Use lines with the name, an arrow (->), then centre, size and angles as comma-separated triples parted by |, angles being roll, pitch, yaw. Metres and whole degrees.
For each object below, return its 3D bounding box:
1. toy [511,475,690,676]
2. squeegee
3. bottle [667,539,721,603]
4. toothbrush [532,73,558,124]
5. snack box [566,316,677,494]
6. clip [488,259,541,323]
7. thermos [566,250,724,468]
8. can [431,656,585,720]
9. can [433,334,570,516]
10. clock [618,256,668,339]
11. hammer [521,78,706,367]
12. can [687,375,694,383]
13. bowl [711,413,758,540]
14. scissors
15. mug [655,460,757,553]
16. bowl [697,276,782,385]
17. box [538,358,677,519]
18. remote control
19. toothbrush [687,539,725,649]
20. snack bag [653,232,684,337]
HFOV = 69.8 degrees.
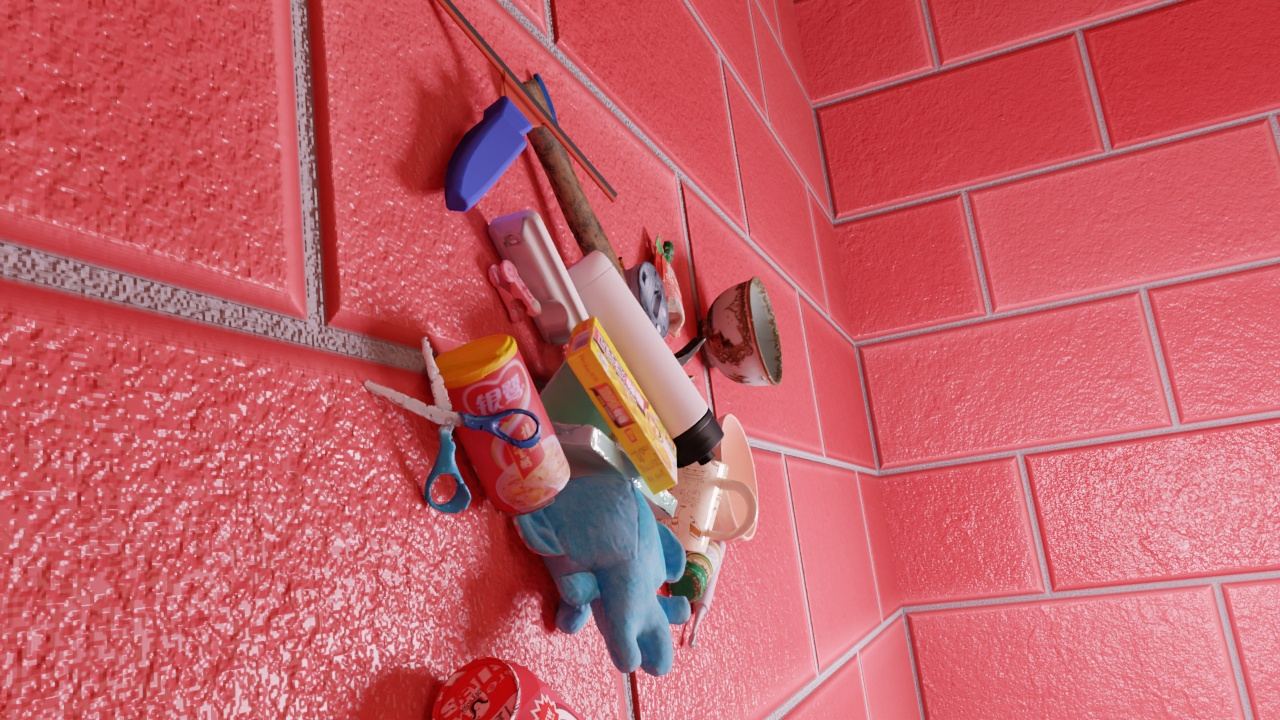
toy -> -0.028, 0.181, 0.757 | 0.183, 0.115, 0.180 | 23, 36, -39
squeegee -> -0.126, -0.177, 0.765 | 0.249, 0.055, 0.184 | 46, 33, -25
bottle -> 0.065, 0.239, 1.054 | 0.109, 0.043, 0.042 | -29, 106, -70
toothbrush -> -0.089, -0.231, 0.945 | 0.021, 0.016, 0.132 | -33, 110, -71
snack box -> -0.014, 0.039, 0.809 | 0.152, 0.025, 0.075 | 58, 12, -19
clip -> -0.105, -0.059, 0.786 | 0.023, 0.044, 0.060 | -71, 157, -59
thermos -> -0.005, 0.005, 0.898 | 0.230, 0.068, 0.101 | 55, -13, -9
can -> -0.077, 0.261, 0.623 | 0.142, 0.074, 0.074 | 59, 28, -42
can -> -0.103, 0.047, 0.683 | 0.066, 0.067, 0.124 | -64, 138, -58
clock -> 0.000, -0.052, 1.030 | 0.088, 0.052, 0.124 | -79, 151, -48
hammer -> -0.042, -0.125, 0.926 | 0.119, 0.033, 0.330 | -33, 109, -23
can -> 0.031, 0.055, 1.008 | 0.099, 0.054, 0.059 | -29, 107, -68
bowl -> 0.087, 0.146, 1.114 | 0.152, 0.076, 0.153 | -10, 90, -70
scissors -> -0.122, 0.038, 0.628 | 0.014, 0.117, 0.130 | 30, -43, 65
mug -> 0.068, 0.158, 0.992 | 0.081, 0.122, 0.097 | 35, 62, -65
bowl -> 0.139, -0.033, 1.320 | 0.159, 0.094, 0.160 | -12, 90, -70
box -> -0.027, 0.072, 0.850 | 0.188, 0.077, 0.091 | 48, 48, -51
remote control -> -0.088, -0.069, 0.810 | 0.022, 0.050, 0.133 | -68, 141, -50
toothbrush -> 0.078, 0.277, 1.100 | 0.187, 0.018, 0.019 | -59, 135, -61
snack bag -> 0.035, -0.103, 1.177 | 0.154, 0.044, 0.087 | -87, 160, -45
